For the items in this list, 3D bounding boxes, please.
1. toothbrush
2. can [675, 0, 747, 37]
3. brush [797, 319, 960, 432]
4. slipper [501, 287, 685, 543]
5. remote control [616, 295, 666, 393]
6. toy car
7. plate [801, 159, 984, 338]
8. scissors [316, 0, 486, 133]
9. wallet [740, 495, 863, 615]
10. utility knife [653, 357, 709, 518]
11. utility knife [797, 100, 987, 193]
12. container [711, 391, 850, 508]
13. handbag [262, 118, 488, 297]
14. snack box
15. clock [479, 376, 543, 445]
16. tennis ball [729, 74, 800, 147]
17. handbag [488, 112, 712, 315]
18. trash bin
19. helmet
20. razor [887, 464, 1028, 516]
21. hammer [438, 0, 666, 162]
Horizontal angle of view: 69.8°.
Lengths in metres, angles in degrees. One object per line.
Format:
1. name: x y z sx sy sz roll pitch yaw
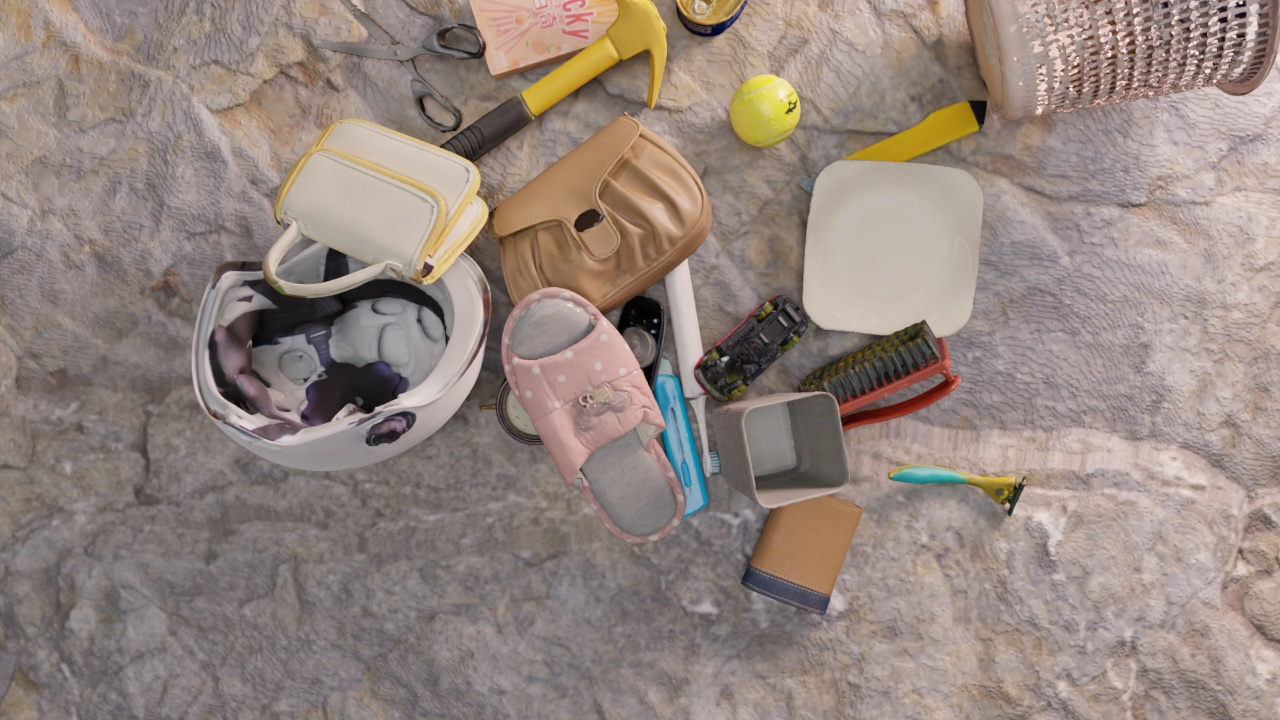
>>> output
1. toothbrush: 0.051 0.005 0.893 0.026 0.027 0.221 -11 93 -21
2. can: 0.081 -0.378 0.855 0.074 0.049 0.148 24 94 1
3. brush: 0.220 0.025 0.860 0.146 0.063 0.069 -27 103 22
4. slipper: -0.037 0.060 0.834 0.114 0.054 0.274 -25 111 1
5. remote control: -0.005 0.005 0.892 0.053 0.024 0.136 15 95 26
6. toy car: 0.104 -0.011 0.877 0.120 0.045 0.053 -41 95 -6
7. plate: 0.237 -0.105 0.874 0.164 0.034 0.163 5 94 2
8. scissors: -0.227 -0.292 0.882 0.179 0.014 0.159 -12 104 19
9. wallet: 0.158 0.183 0.899 0.090 0.033 0.115 20 93 -2
10. utility knife: 0.036 0.074 0.903 0.034 0.018 0.162 -13 92 4
11. utility knife: 0.241 -0.202 0.877 0.192 0.015 0.033 -23 89 4
12. container: 0.123 0.077 0.845 0.090 0.114 0.090 -11 93 -12
13. handbag: -0.242 -0.121 0.800 0.163 0.063 0.178 23 63 14
14. snack box: -0.079 -0.332 0.876 0.157 0.026 0.084 -16 93 4
15. clock: -0.088 0.046 0.887 0.122 0.055 0.082 27 94 -1
16. tennis ball: 0.116 -0.232 0.855 0.065 0.065 0.065 0 94 2
17. handbag: -0.041 -0.125 0.847 0.205 0.099 0.147 -35 82 8
18. trash bin: 0.389 -0.306 0.779 0.192 0.227 0.227 -16 93 16
19. helmet: -0.258 0.004 0.834 0.258 0.146 0.229 -18 57 -13
20. razor: 0.304 0.118 0.889 0.132 0.028 0.043 9 125 -1
21. hammer: -0.107 -0.239 0.867 0.301 0.032 0.129 -31 113 9
